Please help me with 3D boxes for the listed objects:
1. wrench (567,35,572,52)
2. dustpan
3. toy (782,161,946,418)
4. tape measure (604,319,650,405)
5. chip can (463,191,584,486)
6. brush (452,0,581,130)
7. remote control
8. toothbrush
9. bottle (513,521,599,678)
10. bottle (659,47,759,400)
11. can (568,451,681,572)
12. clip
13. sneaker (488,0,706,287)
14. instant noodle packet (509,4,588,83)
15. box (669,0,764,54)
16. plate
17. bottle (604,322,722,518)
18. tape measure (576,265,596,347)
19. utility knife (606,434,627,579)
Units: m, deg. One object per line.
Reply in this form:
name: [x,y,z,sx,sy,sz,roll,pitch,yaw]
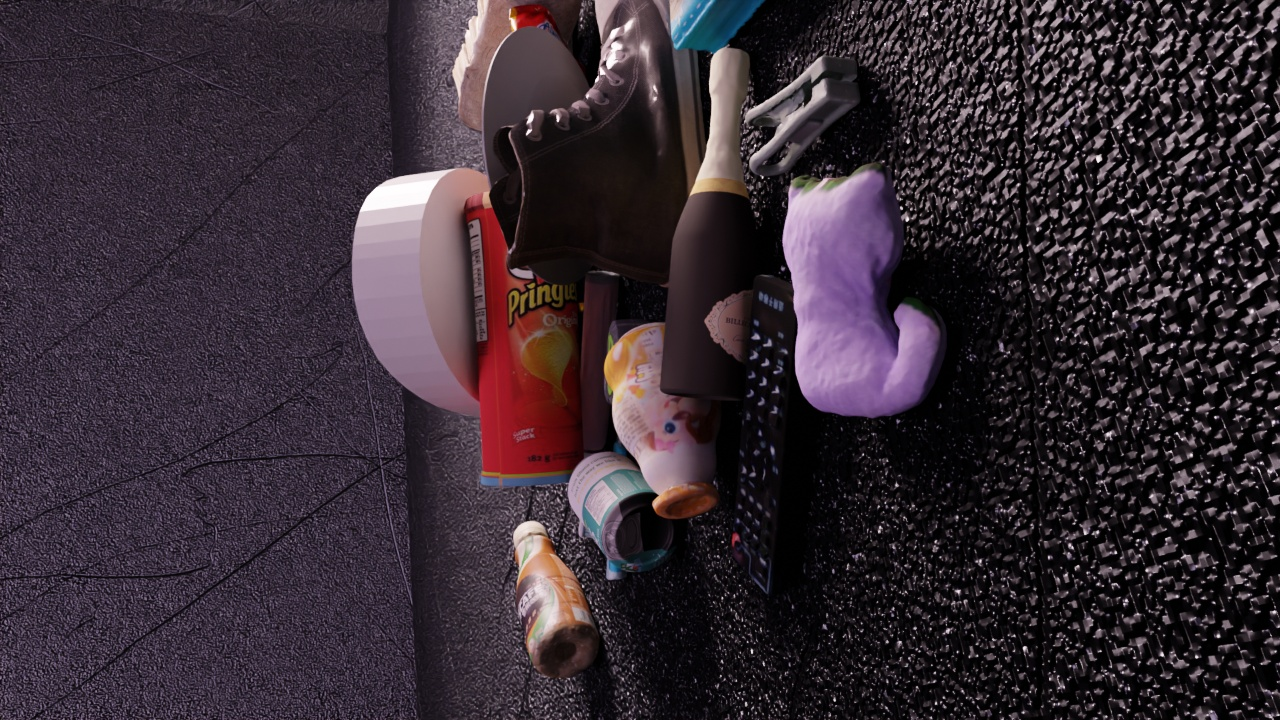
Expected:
wrench: [-0.062,-0.202,0.822,0.070,0.010,0.273,148,120,-68]
dustpan: [-0.143,-0.051,0.763,0.257,0.053,0.191,37,-129,-70]
toy: [0.087,-0.027,0.363,0.080,0.036,0.100,5,100,61]
tape measure: [-0.004,0.004,0.623,0.058,0.036,0.066,-113,25,-67]
chip can: [-0.085,-0.016,0.696,0.087,0.087,0.213,174,93,-71]
brush: [-0.115,-0.287,0.829,0.272,0.083,0.056,142,125,-67]
remote control: [0.067,0.036,0.444,0.047,0.022,0.150,-139,49,-64]
toothbrush: [-0.037,0.039,0.732,0.027,0.026,0.223,-40,-44,-69]
bottle: [-0.083,0.204,0.818,0.167,0.059,0.059,-123,37,-58]
bottle: [0.040,-0.073,0.481,0.045,0.045,0.184,171,105,-71]
can: [-0.013,0.099,0.620,0.101,0.055,0.055,-147,58,-67]
clip: [0.072,-0.112,0.421,0.075,0.023,0.037,154,116,-67]
sneaker: [-0.032,-0.157,0.574,0.095,0.119,0.234,139,131,-66]
instant noodle packet: [-0.066,-0.209,0.735,0.098,0.040,0.135,41,-144,-60]
box: [0.055,-0.296,0.451,0.182,0.039,0.226,154,115,-71]
plate: [-0.057,-0.143,0.647,0.178,0.012,0.178,-2,-90,-66]
bottle: [0.016,0.034,0.521,0.063,0.063,0.109,116,150,-52]
tape measure: [-0.057,-0.046,0.766,0.072,0.042,0.071,-50,51,55]
utility knife: [-0.017,0.096,0.694,0.022,0.015,0.141,174,97,-72]
